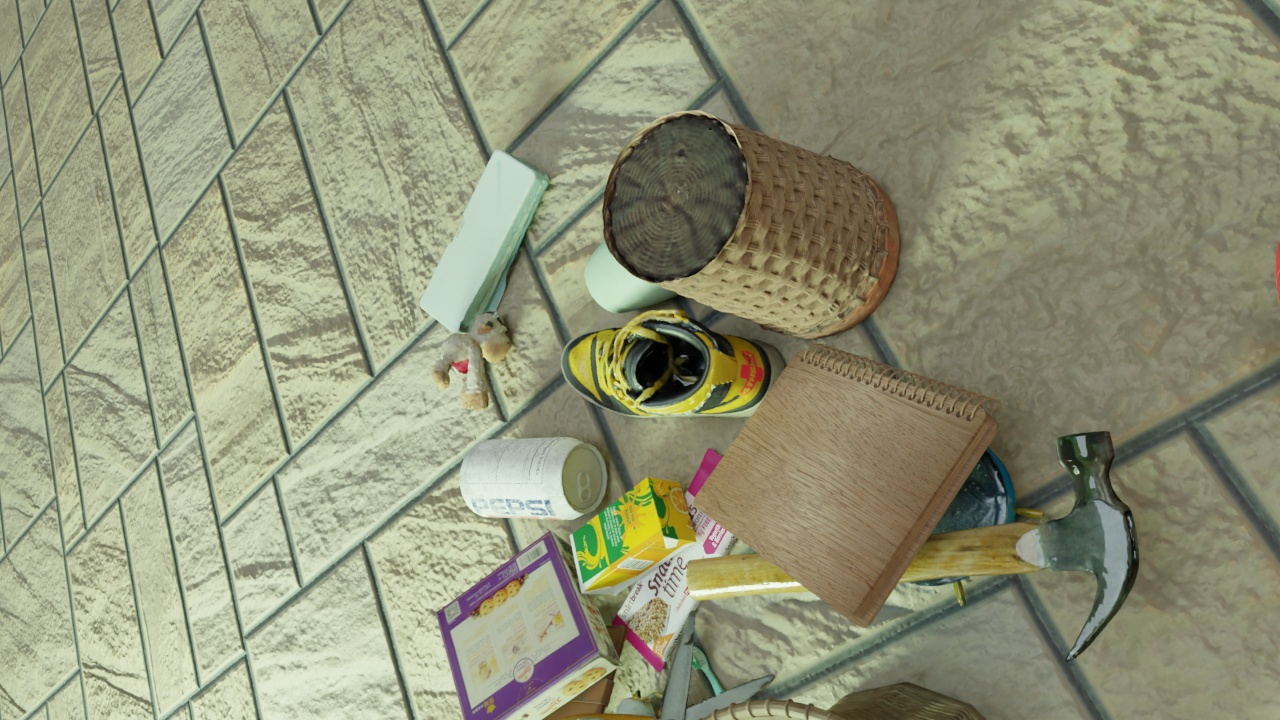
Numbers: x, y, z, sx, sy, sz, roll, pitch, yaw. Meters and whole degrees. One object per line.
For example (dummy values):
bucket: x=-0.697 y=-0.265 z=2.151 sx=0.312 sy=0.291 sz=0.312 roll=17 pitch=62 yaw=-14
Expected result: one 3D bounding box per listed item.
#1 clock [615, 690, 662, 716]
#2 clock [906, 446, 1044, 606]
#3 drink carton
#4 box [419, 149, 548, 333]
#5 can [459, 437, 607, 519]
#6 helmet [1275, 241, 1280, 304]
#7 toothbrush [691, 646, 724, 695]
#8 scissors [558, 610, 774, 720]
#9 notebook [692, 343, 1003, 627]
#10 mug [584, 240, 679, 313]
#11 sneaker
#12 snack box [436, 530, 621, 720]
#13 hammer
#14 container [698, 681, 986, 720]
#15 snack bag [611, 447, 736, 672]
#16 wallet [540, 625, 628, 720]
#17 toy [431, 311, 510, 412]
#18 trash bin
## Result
clock: x=0.000 y=0.344 z=0.798 sx=0.083 sy=0.057 sz=0.117 roll=32 pitch=96 yaw=36
clock: x=0.203 y=0.091 z=0.675 sx=0.161 sy=0.060 sz=0.117 roll=48 pitch=113 yaw=33
drink carton: x=-0.007 y=0.158 z=0.823 sx=0.123 sy=0.041 sz=0.058 roll=-41 pitch=49 yaw=34
box: x=-0.167 y=-0.125 z=0.995 sx=0.199 sy=0.070 sz=0.085 roll=-62 pitch=35 yaw=12
can: x=-0.106 y=0.115 z=0.896 sx=0.136 sy=0.078 sz=0.078 roll=-5 pitch=80 yaw=37
helmet: x=0.434 y=-0.053 z=0.432 sx=0.225 sy=0.197 sz=0.270 roll=-26 pitch=60 yaw=32
toothbrush: x=0.078 y=0.297 z=0.768 sx=0.022 sy=0.017 sz=0.135 roll=-49 pitch=58 yaw=18
scissors: x=0.005 y=0.319 z=0.758 sx=0.226 sy=0.016 sz=0.225 roll=3 pitch=70 yaw=14
notebook: x=0.140 y=0.075 z=0.668 sx=0.169 sy=0.022 sz=0.210 roll=-55 pitch=27 yaw=-4
mug: x=0.007 y=-0.102 z=0.846 sx=0.104 sy=0.084 sz=0.111 roll=-26 pitch=40 yaw=45
sneaker: x=-0.005 y=0.005 z=0.807 sx=0.239 sy=0.122 sz=0.086 roll=2 pitch=83 yaw=37
snack box: x=-0.108 y=0.256 z=0.848 sx=0.143 sy=0.040 sz=0.148 roll=-36 pitch=44 yaw=5
hammer: x=0.166 y=0.143 z=0.641 sx=0.331 sy=0.033 sz=0.132 roll=-17 pitch=77 yaw=39
container: x=0.145 y=0.323 z=0.599 sx=0.227 sy=0.195 sz=0.226 roll=-6 pitch=80 yaw=37
snack bag: x=0.038 y=0.178 z=0.816 sx=0.070 sy=0.016 sz=0.197 roll=38 pitch=107 yaw=36
wallet: x=-0.057 y=0.301 z=0.835 sx=0.088 sy=0.013 sz=0.120 roll=-17 pitch=45 yaw=45
toy: x=-0.177 y=-0.004 z=0.984 sx=0.106 sy=0.074 sz=0.085 roll=-62 pitch=8 yaw=-10
trash bin: x=0.088 y=-0.104 z=0.695 sx=0.152 sy=0.209 sz=0.151 roll=-6 pitch=80 yaw=36
